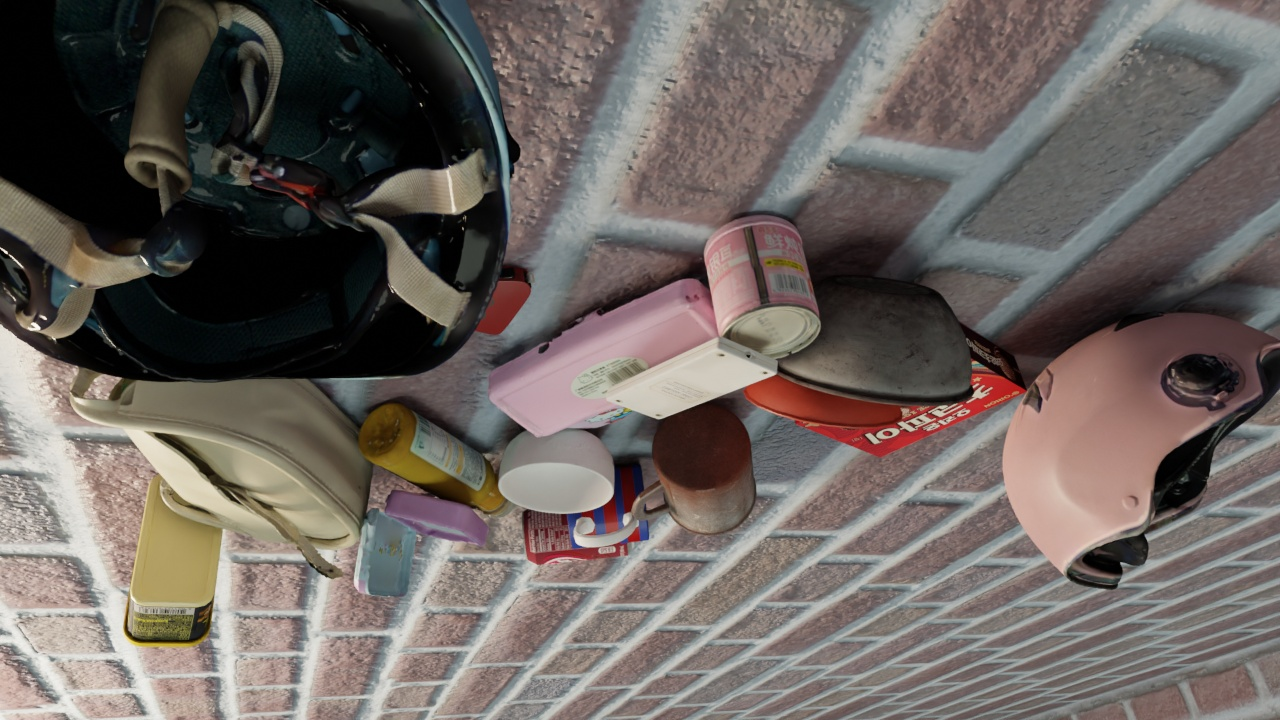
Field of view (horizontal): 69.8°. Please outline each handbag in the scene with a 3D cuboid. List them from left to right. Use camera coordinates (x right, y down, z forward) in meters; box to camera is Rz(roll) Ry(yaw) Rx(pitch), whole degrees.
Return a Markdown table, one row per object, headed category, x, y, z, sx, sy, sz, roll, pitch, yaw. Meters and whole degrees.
| category | x | y | z | sx | sy | sz | roll | pitch | yaw |
| --- | --- | --- | --- | --- | --- | --- | --- | --- | --- |
| handbag | -0.321 | 0.095 | 0.728 | 0.184 | 0.131 | 0.230 | 2 | 146 | -5 |

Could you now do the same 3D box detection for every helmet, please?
| category | x | y | z | sx | sy | sz | roll | pitch | yaw |
| --- | --- | --- | --- | --- | --- | --- | --- | --- | --- |
| helmet | -0.167 | -0.105 | 0.376 | 0.225 | 0.166 | 0.266 | 0 | 150 | -16 |
| helmet | 0.410 | 0.058 | 0.767 | 0.255 | 0.152 | 0.230 | -45 | 144 | 3 |

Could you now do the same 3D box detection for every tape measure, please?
| category | x | y | z | sx | sy | sz | roll | pitch | yaw |
| --- | --- | --- | --- | --- | --- | --- | --- | --- | --- |
| tape measure | -0.108 | -0.046 | 0.632 | 0.051 | 0.019 | 0.059 | 16 | 135 | -30 |

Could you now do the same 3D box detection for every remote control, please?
| category | x | y | z | sx | sy | sz | roll | pitch | yaw |
| --- | --- | --- | --- | --- | --- | --- | --- | --- | --- |
| remote control | 0.032 | 0.014 | 0.640 | 0.050 | 0.011 | 0.136 | 21 | 153 | -28 |

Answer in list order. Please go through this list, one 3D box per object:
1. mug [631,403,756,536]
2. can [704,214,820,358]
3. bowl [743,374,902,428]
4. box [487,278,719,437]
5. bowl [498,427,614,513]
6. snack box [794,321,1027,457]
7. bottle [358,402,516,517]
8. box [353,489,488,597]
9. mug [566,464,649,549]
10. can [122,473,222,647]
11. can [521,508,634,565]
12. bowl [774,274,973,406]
| category | x | y | z | sx | sy | sz | roll | pitch | yaw |
| --- | --- | --- | --- | --- | --- | --- | --- | --- | --- |
| mug | 0.045 | 0.108 | 0.840 | 0.123 | 0.096 | 0.110 | -29 | 144 | -8 |
| can | 0.080 | -0.049 | 0.611 | 0.067 | 0.076 | 0.067 | -5 | 150 | -3 |
| bowl | 0.142 | 0.017 | 0.708 | 0.122 | 0.122 | 0.035 | 2 | 105 | -15 |
| box | -0.003 | 0.013 | 0.716 | 0.202 | 0.058 | 0.155 | -24 | 146 | 27 |
| bowl | -0.075 | 0.094 | 0.830 | 0.105 | 0.054 | 0.105 | 0 | 146 | 0 |
| snack box | 0.233 | 0.026 | 0.805 | 0.132 | 0.035 | 0.152 | 22 | 139 | -39 |
| bottle | -0.173 | 0.097 | 0.822 | 0.053 | 0.053 | 0.186 | -18 | 148 | 18 |
| box | -0.204 | 0.183 | 0.863 | 0.090 | 0.092 | 0.214 | 13 | 164 | -1 |
| mug | -0.032 | 0.150 | 0.891 | 0.076 | 0.112 | 0.075 | -7 | 106 | -1 |
| can | -0.422 | 0.181 | 0.837 | 0.072 | 0.130 | 0.101 | 9 | 143 | -25 |
| can | -0.066 | 0.180 | 0.972 | 0.114 | 0.063 | 0.063 | -5 | 149 | -3 |
| bowl | 0.165 | -0.021 | 0.649 | 0.145 | 0.145 | 0.067 | 2 | 105 | -15 |
